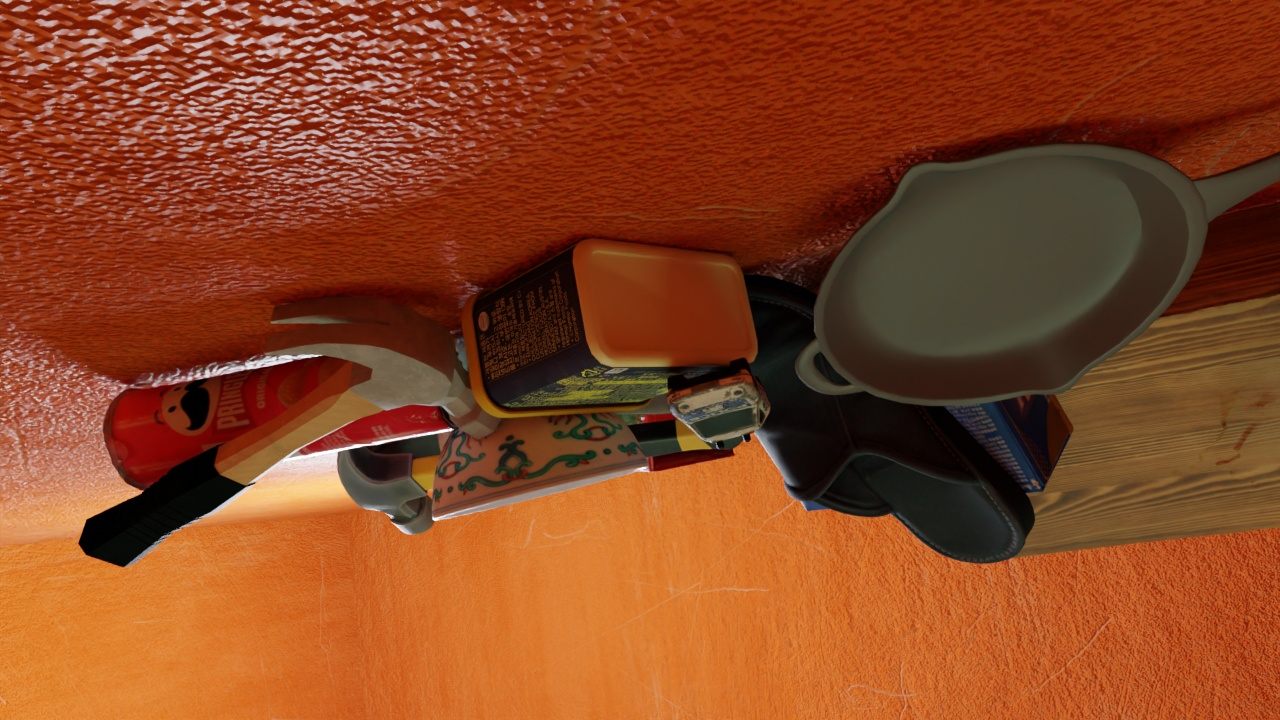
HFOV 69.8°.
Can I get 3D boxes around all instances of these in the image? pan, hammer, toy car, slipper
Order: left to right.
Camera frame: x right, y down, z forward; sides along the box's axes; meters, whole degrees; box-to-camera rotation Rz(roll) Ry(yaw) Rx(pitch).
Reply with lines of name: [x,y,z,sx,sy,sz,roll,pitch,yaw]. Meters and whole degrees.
hammer: [-0.244,0.060,0.576,0.329,0.039,0.131,-28,136,26]
hammer: [-0.079,0.073,0.715,0.325,0.034,0.170,-9,147,9]
toy car: [0.046,0.028,0.517,0.048,0.040,0.113,-16,166,11]
slipper: [0.130,0.055,0.586,0.083,0.265,0.109,-49,-179,-37]
pan: [0.237,-0.068,0.456,0.355,0.024,0.216,-27,136,27]

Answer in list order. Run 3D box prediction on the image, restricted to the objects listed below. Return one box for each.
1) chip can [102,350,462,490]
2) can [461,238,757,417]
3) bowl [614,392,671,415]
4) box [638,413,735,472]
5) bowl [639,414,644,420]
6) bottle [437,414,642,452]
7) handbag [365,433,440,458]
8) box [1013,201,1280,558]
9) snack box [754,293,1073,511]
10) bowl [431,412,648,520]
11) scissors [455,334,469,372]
chip can: [-0.239,0.034,0.632,0.233,0.073,0.073,-11,171,7]
can: [-0.015,-0.017,0.526,0.135,0.075,0.105,0,165,-44]
bowl: [-0.004,0.004,0.685,0.115,0.059,0.115,-1,169,0]
box: [0.038,0.099,1.277,0.157,0.097,0.130,-6,176,-38]
bowl: [-0.051,0.055,1.041,0.106,0.039,0.106,-9,171,-2]
bottle: [-0.084,0.051,0.766,0.167,0.059,0.059,-14,171,-1]
handbag: [-0.129,0.040,0.818,0.175,0.072,0.196,5,151,-42]
box: [0.425,-0.023,0.781,0.280,0.286,0.335,-14,-148,23]
snack box: [0.170,0.023,0.655,0.203,0.155,0.069,-18,-157,51]
bowl: [-0.073,0.052,0.607,0.144,0.074,0.144,-14,172,-2]
scissors: [-0.132,0.016,0.702,0.095,0.015,0.143,7,150,-43]
